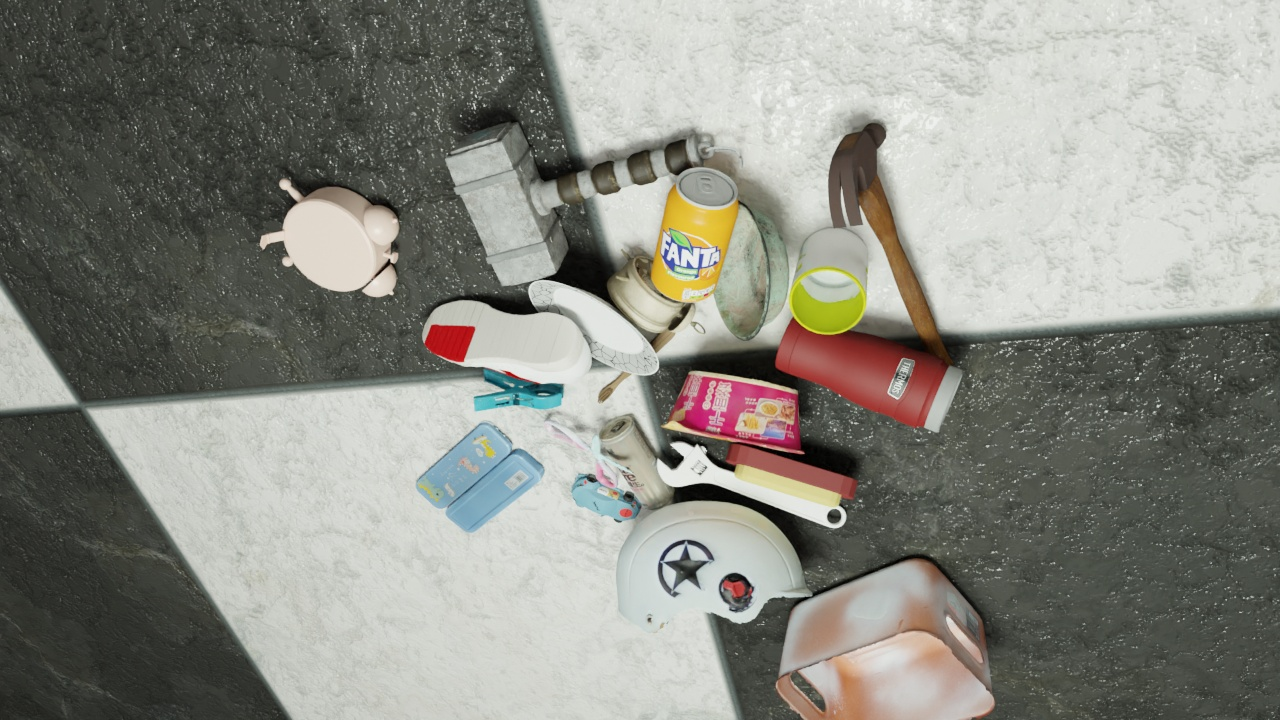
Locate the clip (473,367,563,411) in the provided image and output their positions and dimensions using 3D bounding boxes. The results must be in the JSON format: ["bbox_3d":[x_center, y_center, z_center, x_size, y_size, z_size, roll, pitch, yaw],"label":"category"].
[{"bbox_3d":[-0.165,0.038,1.272,0.120,0.103,0.027,6,128,4],"label":"clip"}]

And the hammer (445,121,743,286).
[{"bbox_3d":[-0.047,-0.207,1.051,0.327,0.079,0.177,-12,119,17],"label":"hammer"}]

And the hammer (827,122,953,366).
[{"bbox_3d":[0.286,-0.105,1.015,0.033,0.115,0.323,0,134,42],"label":"hammer"}]

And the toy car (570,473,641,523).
[{"bbox_3d":[-0.053,0.211,1.360,0.108,0.027,0.060,24,127,0],"label":"toy car"}]

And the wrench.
[{"bbox_3d":[0.154,0.176,1.267,0.273,0.018,0.066,19,91,-1],"label":"wrench"}]

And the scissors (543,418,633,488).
[{"bbox_3d":[-0.075,0.125,1.276,0.173,0.013,0.171,35,160,15],"label":"scissors"}]

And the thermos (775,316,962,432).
[{"bbox_3d":[0.268,0.013,1.081,0.199,0.108,0.084,23,88,20],"label":"thermos"}]

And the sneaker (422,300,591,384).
[{"bbox_3d":[-0.172,-0.013,1.215,0.237,0.090,0.104,5,155,24],"label":"sneaker"}]

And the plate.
[{"bbox_3d":[-0.055,-0.045,1.145,0.188,0.016,0.189,29,160,11],"label":"plate"}]

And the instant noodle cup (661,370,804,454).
[{"bbox_3d":[0.120,0.062,1.131,0.179,0.178,0.077,11,86,9],"label":"instant noodle cup"}]

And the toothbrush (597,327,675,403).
[{"bbox_3d":[-0.007,0.007,1.216,0.016,0.016,0.167,38,125,-12],"label":"toothbrush"}]

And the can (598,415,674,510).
[{"bbox_3d":[-0.004,0.145,1.285,0.054,0.054,0.136,-18,117,26],"label":"can"}]

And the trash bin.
[{"bbox_3d":[0.342,0.415,1.302,0.260,0.157,0.181,-34,109,31],"label":"trash bin"}]

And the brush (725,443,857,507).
[{"bbox_3d":[0.196,0.155,1.210,0.173,0.082,0.042,16,82,5],"label":"brush"}]

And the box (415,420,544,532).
[{"bbox_3d":[-0.251,0.184,1.405,0.125,0.020,0.210,41,124,-14],"label":"box"}]

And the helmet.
[{"bbox_3d":[0.095,0.274,1.262,0.264,0.236,0.163,-8,80,4],"label":"helmet"}]

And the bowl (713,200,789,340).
[{"bbox_3d":[0.126,-0.103,1.038,0.038,0.157,0.158,-8,127,-18],"label":"bowl"}]

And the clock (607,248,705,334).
[{"bbox_3d":[0.026,-0.074,1.108,0.141,0.092,0.055,34,119,-17],"label":"clock"}]

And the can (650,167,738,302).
[{"bbox_3d":[0.060,-0.138,1.027,0.079,0.078,0.143,18,138,4],"label":"can"}]

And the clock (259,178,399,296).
[{"bbox_3d":[-0.395,-0.151,1.188,0.160,0.086,0.131,14,126,-1],"label":"clock"}]

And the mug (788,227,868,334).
[{"bbox_3d":[0.213,-0.091,1.027,0.082,0.105,0.083,8,125,11],"label":"mug"}]
